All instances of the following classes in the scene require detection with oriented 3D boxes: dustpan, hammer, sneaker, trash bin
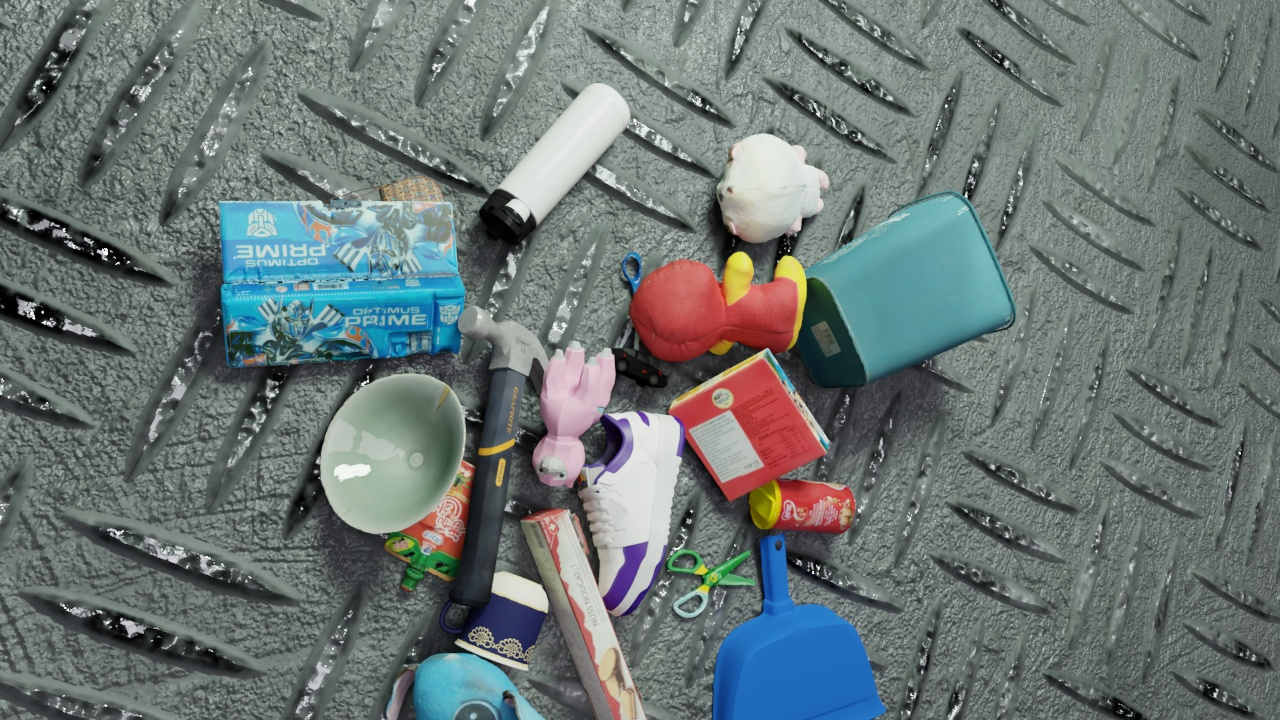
[{"bbox_3d":[0.190,0.348,1.162,0.245,0.059,0.258,-9,98,-23],"label":"dustpan"},{"bbox_3d":[-0.165,0.109,1.005,0.139,0.035,0.312,28,64,-48],"label":"hammer"},{"bbox_3d":[-0.028,0.171,1.074,0.111,0.092,0.244,17,77,-17],"label":"sneaker"},{"bbox_3d":[0.318,-0.078,1.191,0.218,0.197,0.199,-27,94,-16],"label":"trash bin"}]

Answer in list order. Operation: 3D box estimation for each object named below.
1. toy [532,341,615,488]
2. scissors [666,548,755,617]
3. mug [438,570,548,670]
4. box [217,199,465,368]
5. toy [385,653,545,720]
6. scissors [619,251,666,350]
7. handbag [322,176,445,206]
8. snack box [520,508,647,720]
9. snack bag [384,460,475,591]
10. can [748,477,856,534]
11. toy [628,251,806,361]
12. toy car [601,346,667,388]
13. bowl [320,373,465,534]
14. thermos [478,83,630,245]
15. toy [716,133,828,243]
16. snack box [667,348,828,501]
[{"bbox_3d":[-0.078,0.063,1.050,0.067,0.123,0.157,12,102,12],"label":"toy"},{"bbox_3d":[0.090,0.282,1.151,0.131,0.012,0.108,14,81,-19],"label":"scissors"},{"bbox_3d":[-0.160,0.279,1.013,0.112,0.086,0.089,23,74,-7],"label":"mug"},{"bbox_3d":[-0.310,-0.080,0.967,0.243,0.060,0.175,-4,108,-23],"label":"box"},{"bbox_3d":[-0.156,0.385,0.952,0.098,0.225,0.191,-52,126,-46],"label":"toy"},{"bbox_3d":[-0.010,-0.072,1.145,0.083,0.016,0.134,29,80,-22],"label":"scissors"},{"bbox_3d":[-0.308,-0.144,1.012,0.195,0.043,0.093,-14,96,-22],"label":"handbag"},{"bbox_3d":[-0.062,0.302,1.053,0.044,0.077,0.273,-21,93,-26],"label":"snack box"},{"bbox_3d":[-0.225,0.184,1.021,0.087,0.044,0.155,28,82,-5],"label":"snack bag"},{"bbox_3d":[0.208,0.187,1.179,0.124,0.067,0.066,8,82,-22],"label":"can"},{"bbox_3d":[0.094,-0.060,1.115,0.216,0.098,0.148,-3,121,-11],"label":"toy"},{"bbox_3d":[-0.007,0.006,1.120,0.091,0.042,0.036,24,79,-19],"label":"toy car"},{"bbox_3d":[-0.252,0.105,0.991,0.174,0.068,0.174,-6,70,15],"label":"bowl"},{"bbox_3d":[-0.097,-0.231,1.075,0.068,0.101,0.229,43,72,-16],"label":"thermos"},{"bbox_3d":[0.180,-0.223,1.194,0.179,0.102,0.139,-6,100,-40],"label":"toy"},{"bbox_3d":[0.132,0.081,1.126,0.145,0.143,0.040,56,24,-9],"label":"snack box"}]
